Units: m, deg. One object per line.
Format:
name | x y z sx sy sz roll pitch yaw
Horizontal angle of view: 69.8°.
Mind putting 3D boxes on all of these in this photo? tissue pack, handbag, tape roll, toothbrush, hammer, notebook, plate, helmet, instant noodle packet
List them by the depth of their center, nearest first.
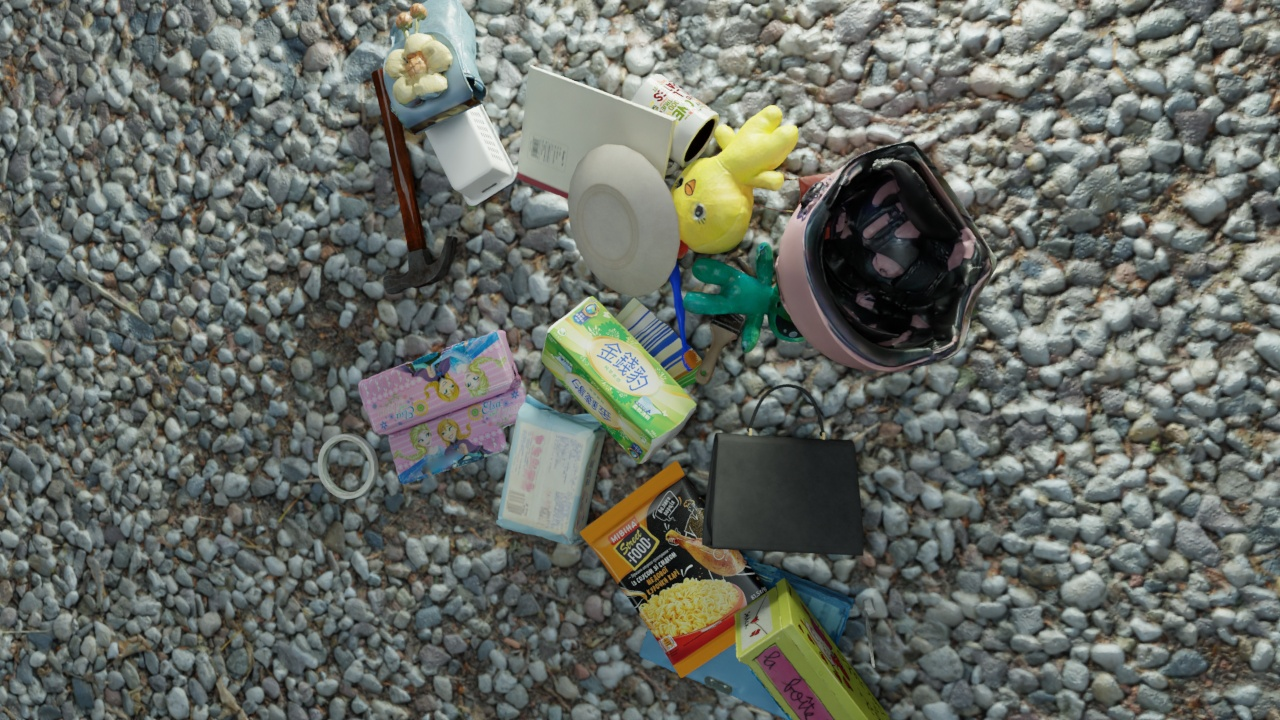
helmet | 0.244 -0.101 1.000 0.230 0.153 0.254 43 65 -19
toothbrush | 0.260 0.302 1.029 0.010 0.181 0.010 -29 90 12
handbag | 0.169 0.126 1.088 0.175 0.072 0.195 4 83 -5
handbag | 0.176 -0.199 1.110 0.120 0.029 0.055 5 96 22
plate | -0.032 -0.166 1.120 0.189 0.027 0.189 22 124 37
instant noodle packet | 0.047 0.259 1.133 0.160 0.032 0.220 -38 82 14
toothbrush | 0.049 -0.075 1.134 0.018 0.016 0.182 -29 64 52
tissue pack | -0.007 0.007 1.139 0.141 0.120 0.197 -40 87 -22
notebook | -0.061 -0.261 1.141 0.209 0.012 0.153 25 126 19
handbag | -0.266 -0.385 1.156 0.122 0.118 0.191 -19 59 16
tissue pack | -0.114 0.143 1.190 0.112 0.070 0.182 13 94 15
hammer | -0.323 -0.249 1.252 0.111 0.028 0.300 -11 89 18
tape roll | -0.417 0.150 1.308 0.093 0.013 0.093 1 94 16

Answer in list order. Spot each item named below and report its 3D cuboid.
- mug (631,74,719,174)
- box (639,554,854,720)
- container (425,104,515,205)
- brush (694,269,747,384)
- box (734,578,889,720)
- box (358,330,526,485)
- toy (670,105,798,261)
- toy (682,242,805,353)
mug | 0.033 -0.281 1.127 0.089 0.073 0.105 38 128 11
box | 0.128 0.333 1.147 0.232 0.033 0.175 20 99 15
container | -0.230 -0.279 1.210 0.081 0.049 0.129 -28 85 16
brush | 0.103 -0.039 1.119 0.039 0.012 0.151 26 79 7
box | 0.204 0.374 1.046 0.081 0.124 0.221 -39 93 10
box | -0.264 0.068 1.250 0.231 0.035 0.159 -20 89 18
toy | 0.103 -0.204 1.083 0.208 0.092 0.133 -54 41 27
toy | 0.149 -0.072 1.088 0.193 0.072 0.131 13 98 -5
